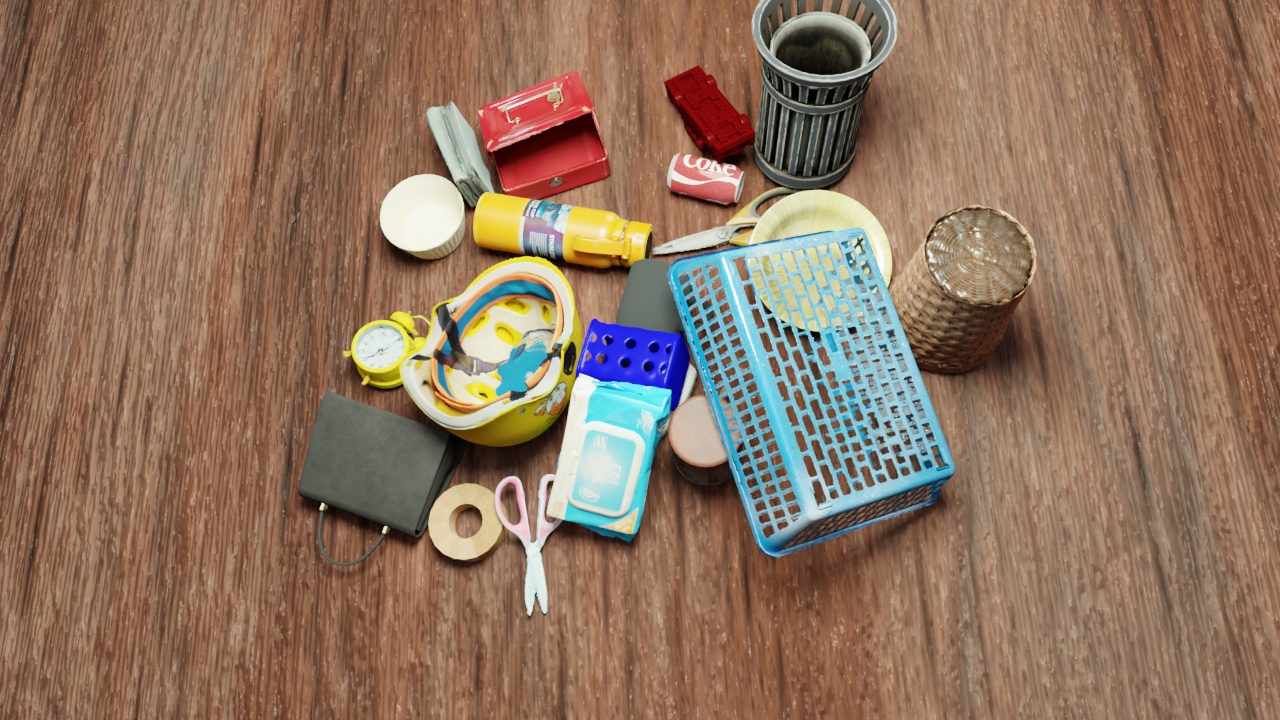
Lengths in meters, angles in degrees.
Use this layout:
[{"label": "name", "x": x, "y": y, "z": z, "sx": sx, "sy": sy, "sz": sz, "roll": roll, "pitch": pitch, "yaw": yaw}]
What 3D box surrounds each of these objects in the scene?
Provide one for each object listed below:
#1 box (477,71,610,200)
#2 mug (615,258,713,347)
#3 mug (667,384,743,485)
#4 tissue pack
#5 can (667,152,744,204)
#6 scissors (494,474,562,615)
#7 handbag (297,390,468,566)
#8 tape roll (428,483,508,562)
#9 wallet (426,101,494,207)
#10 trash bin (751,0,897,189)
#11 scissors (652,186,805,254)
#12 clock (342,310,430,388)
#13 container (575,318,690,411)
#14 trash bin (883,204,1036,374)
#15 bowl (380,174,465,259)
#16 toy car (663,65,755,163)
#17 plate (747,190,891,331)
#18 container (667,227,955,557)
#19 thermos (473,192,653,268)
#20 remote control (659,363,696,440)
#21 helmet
[{"label": "box", "x": -0.132, "y": -0.305, "z": 1.273, "sx": 0.157, "sy": 0.127, "sz": 0.136, "roll": -19, "pitch": 50, "yaw": 3}, {"label": "mug", "x": 0.034, "y": -0.065, "z": 1.170, "sx": 0.122, "sy": 0.085, "sz": 0.094, "roll": 13, "pitch": 74, "yaw": 15}, {"label": "mug", "x": 0.085, "y": 0.082, "z": 1.107, "sx": 0.096, "sy": 0.110, "sz": 0.122, "roll": 18, "pitch": 75, "yaw": 6}, {"label": "tissue pack", "x": -0.040, "y": 0.119, "z": 1.083, "sx": 0.117, "sy": 0.066, "sz": 0.210, "roll": 14, "pitch": 113, "yaw": 2}, {"label": "can", "x": 0.089, "y": -0.245, "z": 1.242, "sx": 0.096, "sy": 0.054, "sz": 0.054, "roll": 16, "pitch": 74, "yaw": 11}, {"label": "scissors", "x": -0.118, "y": 0.225, "z": 1.124, "sx": 0.101, "sy": 0.016, "sz": 0.178, "roll": -9, "pitch": 78, "yaw": -20}, {"label": "handbag", "x": -0.341, "y": 0.162, "z": 1.150, "sx": 0.176, "sy": 0.072, "sz": 0.195, "roll": 17, "pitch": 78, "yaw": 11}, {"label": "tape roll", "x": -0.213, "y": 0.201, "z": 1.140, "sx": 0.094, "sy": 0.027, "sz": 0.094, "roll": -2, "pitch": 72, "yaw": 5}, {"label": "wallet", "x": -0.246, "y": -0.280, "z": 1.267, "sx": 0.054, "sy": 0.100, "sz": 0.131, "roll": -28, "pitch": 69, "yaw": 4}, {"label": "trash bin", "x": 0.218, "y": -0.337, "z": 1.159, "sx": 0.164, "sy": 0.228, "sz": 0.164, "roll": -1, "pitch": 65, "yaw": 3}, {"label": "scissors", "x": 0.128, "y": -0.162, "z": 1.230, "sx": 0.229, "sy": 0.016, "sz": 0.114, "roll": -19, "pitch": 71, "yaw": -1}, {"label": "clock", "x": -0.326, "y": -0.016, "z": 1.210, "sx": 0.118, "sy": 0.057, "sz": 0.083, "roll": -33, "pitch": 71, "yaw": -14}, {"label": "container", "x": -0.007, "y": 0.007, "z": 1.124, "sx": 0.114, "sy": 0.085, "sz": 0.084, "roll": 9, "pitch": 70, "yaw": 17}, {"label": "trash bin", "x": 0.375, "y": -0.086, "z": 1.076, "sx": 0.151, "sy": 0.210, "sz": 0.151, "roll": -2, "pitch": 71, "yaw": 5}, {"label": "bowl", "x": -0.291, "y": -0.190, "z": 1.260, "sx": 0.115, "sy": 0.062, "sz": 0.115, "roll": -2, "pitch": 71, "yaw": 6}, {"label": "toy car", "x": 0.095, "y": -0.329, "z": 1.254, "sx": 0.070, "sy": 0.062, "sz": 0.169, "roll": -27, "pitch": 53, "yaw": -3}, {"label": "plate", "x": 0.228, "y": -0.126, "z": 1.187, "sx": 0.184, "sy": 0.036, "sz": 0.184, "roll": 0, "pitch": 82, "yaw": -2}, {"label": "container", "x": 0.207, "y": 0.015, "z": 1.053, "sx": 0.256, "sy": 0.089, "sz": 0.362, "roll": -13, "pitch": 78, "yaw": -23}, {"label": "thermos", "x": -0.104, "y": -0.164, "z": 1.221, "sx": 0.233, "sy": 0.076, "sz": 0.091, "roll": 11, "pitch": 47, "yaw": 9}, {"label": "remote control", "x": 0.027, "y": 0.048, "z": 1.164, "sx": 0.060, "sy": 0.028, "sz": 0.114, "roll": 28, "pitch": 77, "yaw": 16}, {"label": "helmet", "x": -0.161, "y": 0.005, "z": 1.141, "sx": 0.209, "sy": 0.140, "sz": 0.239, "roll": 18, "pitch": 64, "yaw": 29}]
